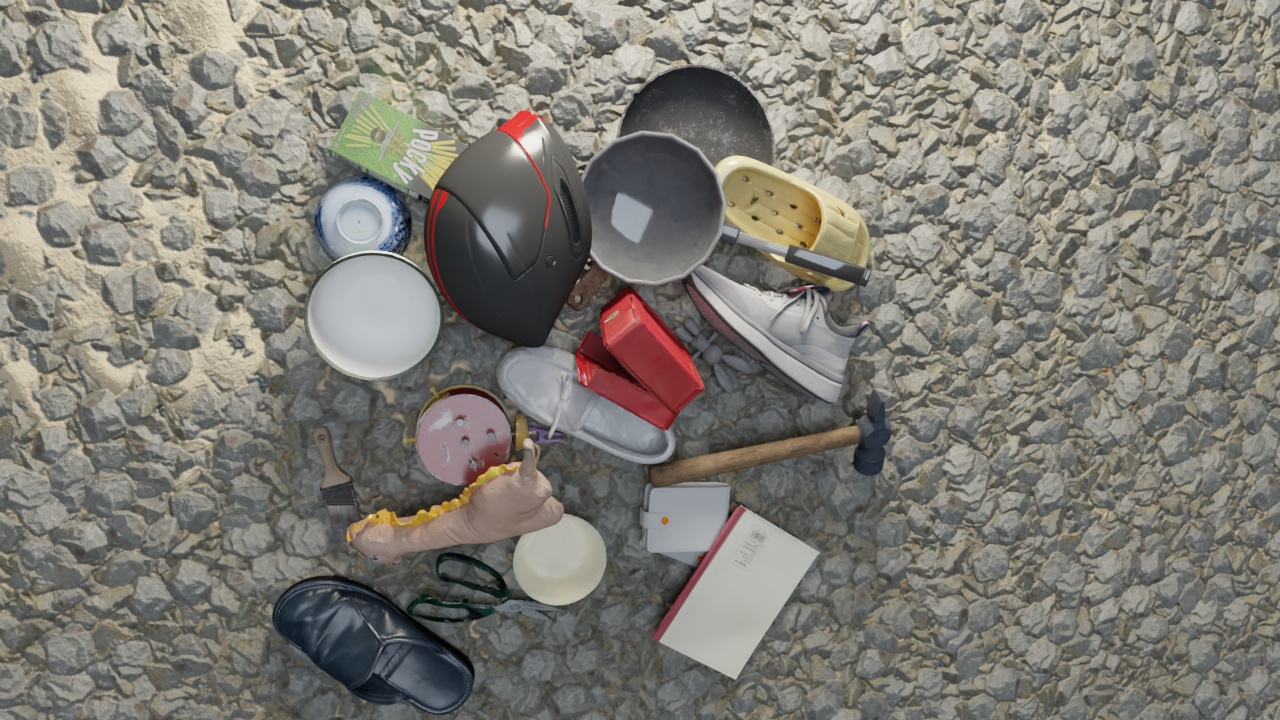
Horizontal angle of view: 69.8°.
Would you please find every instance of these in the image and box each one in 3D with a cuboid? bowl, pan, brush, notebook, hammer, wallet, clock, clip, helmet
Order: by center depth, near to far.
[{"bbox_3d":[-0.158,-0.133,1.042,0.169,0.164,0.265,-27,122,-27],"label":"helmet"},{"bbox_3d":[-0.307,-0.059,1.067,0.153,0.073,0.153,-4,112,-11],"label":"bowl"},{"bbox_3d":[-0.326,-0.161,1.074,0.114,0.045,0.114,-1,97,-11],"label":"bowl"},{"bbox_3d":[0.097,-0.151,1.081,0.357,0.041,0.179,18,104,2],"label":"pan"},{"bbox_3d":[-0.198,0.099,1.111,0.159,0.081,0.117,28,91,-13],"label":"clock"},{"bbox_3d":[-0.371,0.153,1.119,0.039,0.012,0.151,-13,99,-9],"label":"brush"},{"bbox_3d":[0.019,-0.201,1.140,0.207,0.040,0.357,39,89,-13],"label":"pan"},{"bbox_3d":[-0.104,0.242,1.155,0.115,0.062,0.115,-1,97,-11],"label":"bowl"},{"bbox_3d":[-0.127,0.090,1.159,0.052,0.014,0.042,-21,98,-5],"label":"clip"},{"bbox_3d":[0.168,0.117,1.176,0.321,0.040,0.129,-11,129,-8],"label":"hammer"},{"bbox_3d":[0.057,0.219,1.198,0.118,0.037,0.115,2,96,-15],"label":"wallet"},{"bbox_3d":[0.128,0.310,1.218,0.153,0.012,0.209,33,91,-25],"label":"notebook"}]

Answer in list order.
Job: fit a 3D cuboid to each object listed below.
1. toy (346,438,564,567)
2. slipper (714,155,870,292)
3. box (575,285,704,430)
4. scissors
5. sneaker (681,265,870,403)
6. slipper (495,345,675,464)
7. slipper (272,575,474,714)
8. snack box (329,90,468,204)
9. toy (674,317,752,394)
[{"bbox_3d":[-0.226,0.171,1.072,0.264,0.065,0.196,-8,134,3],"label":"toy"},{"bbox_3d":[0.198,-0.168,1.134,0.261,0.079,0.111,25,96,-25],"label":"slipper"},{"bbox_3d":[0.003,-0.005,1.093,0.134,0.157,0.112,35,100,-15],"label":"box"},{"bbox_3d":[-0.178,0.286,1.142,0.209,0.015,0.142,7,125,-15],"label":"scissors"},{"bbox_3d":[0.174,-0.060,1.160,0.263,0.097,0.128,34,87,-16],"label":"sneaker"},{"bbox_3d":[-0.066,0.061,1.143,0.246,0.075,0.112,29,75,-11],"label":"slipper"},{"bbox_3d":[-0.323,0.358,1.118,0.265,0.083,0.109,34,91,-11],"label":"slipper"},{"bbox_3d":[-0.276,-0.243,1.075,0.147,0.025,0.080,26,79,-13],"label":"snack box"},{"bbox_3d":[0.092,-0.009,1.180,0.111,0.030,0.049,43,88,-4],"label":"toy"}]
